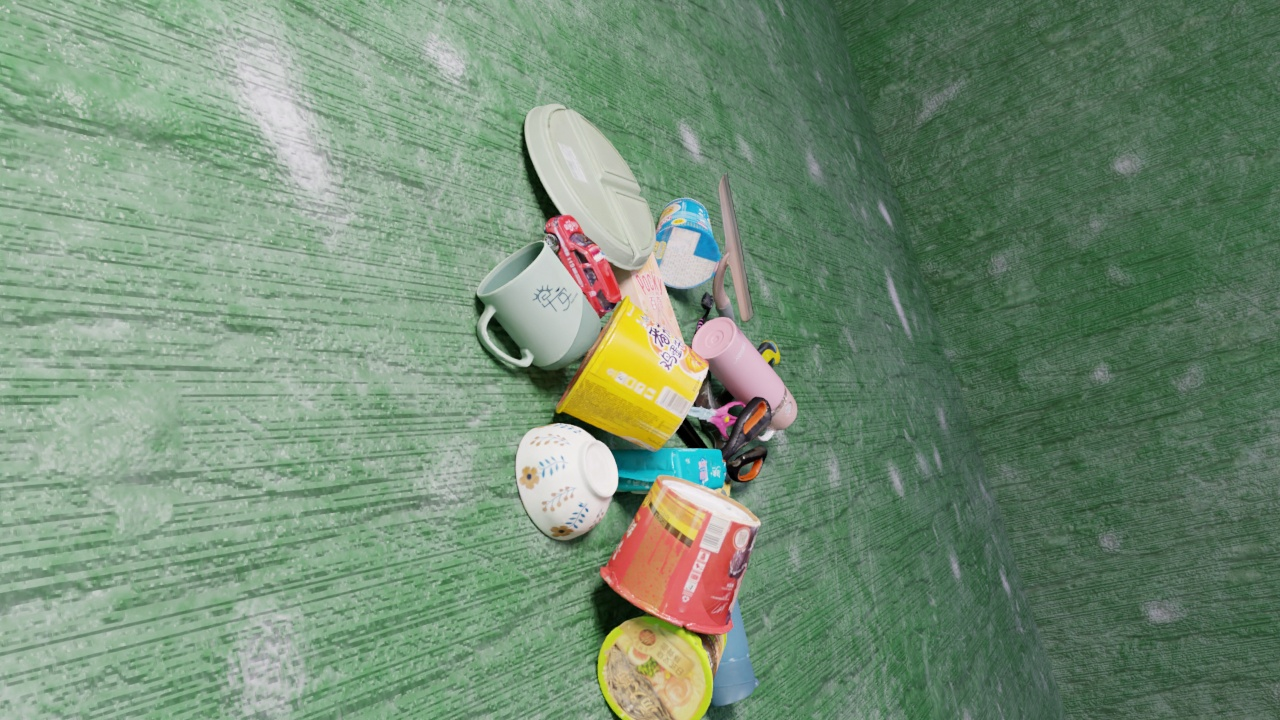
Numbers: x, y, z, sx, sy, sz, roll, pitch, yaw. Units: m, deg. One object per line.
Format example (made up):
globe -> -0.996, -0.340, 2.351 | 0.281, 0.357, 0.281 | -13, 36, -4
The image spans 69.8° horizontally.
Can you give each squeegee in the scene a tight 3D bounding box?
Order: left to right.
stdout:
squeegee -> 0.122, -0.087, 1.292 | 0.250, 0.040, 0.247 | 81, 2, -56

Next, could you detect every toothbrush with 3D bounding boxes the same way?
toothbrush -> 0.081, -0.044, 1.292 | 0.018, 0.014, 0.188 | 47, 34, -19

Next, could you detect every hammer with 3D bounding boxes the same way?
hammer -> 0.148, 0.027, 1.346 | 0.126, 0.032, 0.322 | 67, 28, -8

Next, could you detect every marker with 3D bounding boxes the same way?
marker -> 0.064, 0.097, 1.161 | 0.132, 0.020, 0.022 | 53, -5, -30

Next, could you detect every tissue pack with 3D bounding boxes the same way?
tissue pack -> 0.026, 0.120, 0.997 | 0.133, 0.093, 0.050 | 10, 79, -58

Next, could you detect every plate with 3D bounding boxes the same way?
plate -> -0.053, -0.214, 1.109 | 0.230, 0.028, 0.229 | 43, 29, -31

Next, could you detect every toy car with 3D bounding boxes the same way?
toy car -> -0.062, -0.104, 0.998 | 0.120, 0.045, 0.052 | 61, 25, -8

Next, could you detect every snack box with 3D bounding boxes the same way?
snack box -> 0.006, -0.079, 1.167 | 0.084, 0.026, 0.157 | -13, 84, -62

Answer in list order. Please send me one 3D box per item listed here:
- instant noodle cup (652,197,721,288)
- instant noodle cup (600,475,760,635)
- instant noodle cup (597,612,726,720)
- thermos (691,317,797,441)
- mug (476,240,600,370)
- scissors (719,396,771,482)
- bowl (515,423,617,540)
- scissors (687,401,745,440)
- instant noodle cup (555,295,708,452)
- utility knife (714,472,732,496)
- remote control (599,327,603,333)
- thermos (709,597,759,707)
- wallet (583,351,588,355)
instant noodle cup -> 0.060, -0.167, 1.258 | 0.099, 0.099, 0.109 | 53, 23, -29
instant noodle cup -> 0.047, 0.181, 0.881 | 0.137, 0.138, 0.108 | 18, 97, -56
instant noodle cup -> 0.032, 0.285, 0.899 | 0.111, 0.112, 0.123 | 71, 20, 2
thermos -> 0.141, 0.032, 1.234 | 0.198, 0.067, 0.087 | 47, 67, -40
mug -> -0.104, -0.041, 0.894 | 0.111, 0.082, 0.106 | -47, 117, -24
scissors -> 0.109, 0.137, 1.163 | 0.228, 0.022, 0.190 | -54, 143, -28
bowl -> -0.062, 0.112, 0.883 | 0.113, 0.062, 0.113 | 37, 44, -46
scissors -> 0.086, 0.069, 1.182 | 0.133, 0.017, 0.056 | 16, 89, -30
instant noodle cup -> -0.004, 0.019, 0.929 | 0.110, 0.138, 0.137 | 31, 37, -6
utility knife -> 0.096, 0.194, 1.167 | 0.031, 0.018, 0.165 | 52, 37, -20
remote control -> -0.006, 0.006, 1.090 | 0.136, 0.024, 0.053 | 43, 39, -41
thermos -> 0.076, 0.268, 1.024 | 0.070, 0.070, 0.220 | 13, 62, -58
wallet -> -0.085, -0.061, 0.998 | 0.087, 0.024, 0.115 | 7, 67, -65
